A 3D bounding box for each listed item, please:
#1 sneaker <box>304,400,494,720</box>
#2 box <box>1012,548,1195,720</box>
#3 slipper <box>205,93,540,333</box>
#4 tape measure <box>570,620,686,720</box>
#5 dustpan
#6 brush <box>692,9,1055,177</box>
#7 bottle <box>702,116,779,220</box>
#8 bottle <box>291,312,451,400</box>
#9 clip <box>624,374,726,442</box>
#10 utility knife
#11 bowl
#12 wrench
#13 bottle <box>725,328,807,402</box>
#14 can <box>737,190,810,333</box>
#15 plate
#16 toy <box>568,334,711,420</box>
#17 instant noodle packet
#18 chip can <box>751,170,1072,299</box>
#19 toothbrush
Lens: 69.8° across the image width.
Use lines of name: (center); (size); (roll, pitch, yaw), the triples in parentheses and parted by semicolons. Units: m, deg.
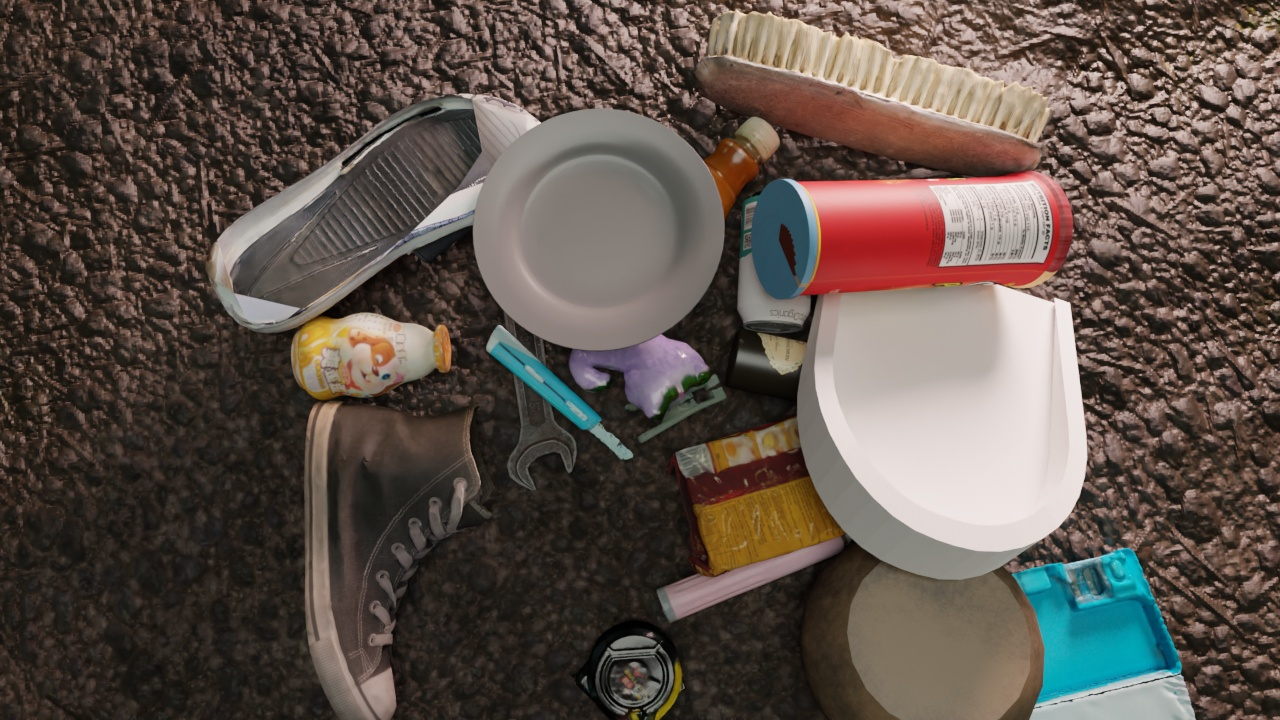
sneaker: (-0.164, 0.142, 0.646); (0.120, 0.095, 0.234); (-4, 76, -2)
box: (0.270, 0.244, 0.646); (0.227, 0.039, 0.181); (-12, 70, -3)
slipper: (-0.189, -0.110, 0.685); (0.263, 0.063, 0.111); (-36, 77, -13)
tape measure: (-0.005, 0.226, 0.661); (0.072, 0.042, 0.071); (-43, 85, -2)
dustpan: (0.211, 0.019, 0.632); (0.191, 0.053, 0.257); (18, 58, 1)
brush: (0.175, -0.198, 0.697); (0.271, 0.083, 0.056); (15, 82, 1)
bottle: (0.039, -0.117, 0.695); (0.059, 0.059, 0.167); (43, 84, 4)
bottle: (-0.196, -0.005, 0.675); (0.109, 0.063, 0.063); (-5, 83, -2)
clip: (0.027, 0.035, 0.696); (0.075, 0.023, 0.037); (-22, 82, -6)
utility knife: (-0.059, 0.026, 0.688); (0.141, 0.015, 0.022); (39, 87, 1)
bowl: (0.191, 0.189, 0.616); (0.162, 0.070, 0.162); (-1, 68, 3)
wrench: (-0.092, -0.037, 0.708); (0.070, 0.010, 0.273); (-9, 83, -2)
bottle: (0.158, 0.017, 0.688); (0.184, 0.045, 0.045); (12, 82, 0)
can: (0.102, -0.074, 0.694); (0.055, 0.055, 0.101); (3, 83, -1)
plate: (-0.030, -0.093, 0.655); (0.178, 0.012, 0.178); (0, 80, 1)
toy: (-0.004, 0.004, 0.682); (0.080, 0.036, 0.099); (-41, 60, -11)
instant noodle packet: (0.090, 0.096, 0.671); (0.135, 0.040, 0.098); (-17, 64, -2)
chip can: (0.193, -0.089, 0.652); (0.213, 0.087, 0.087); (-5, 82, -20)
toothbrush: (0.118, 0.141, 0.682); (0.222, 0.027, 0.026); (-21, 80, -4)
